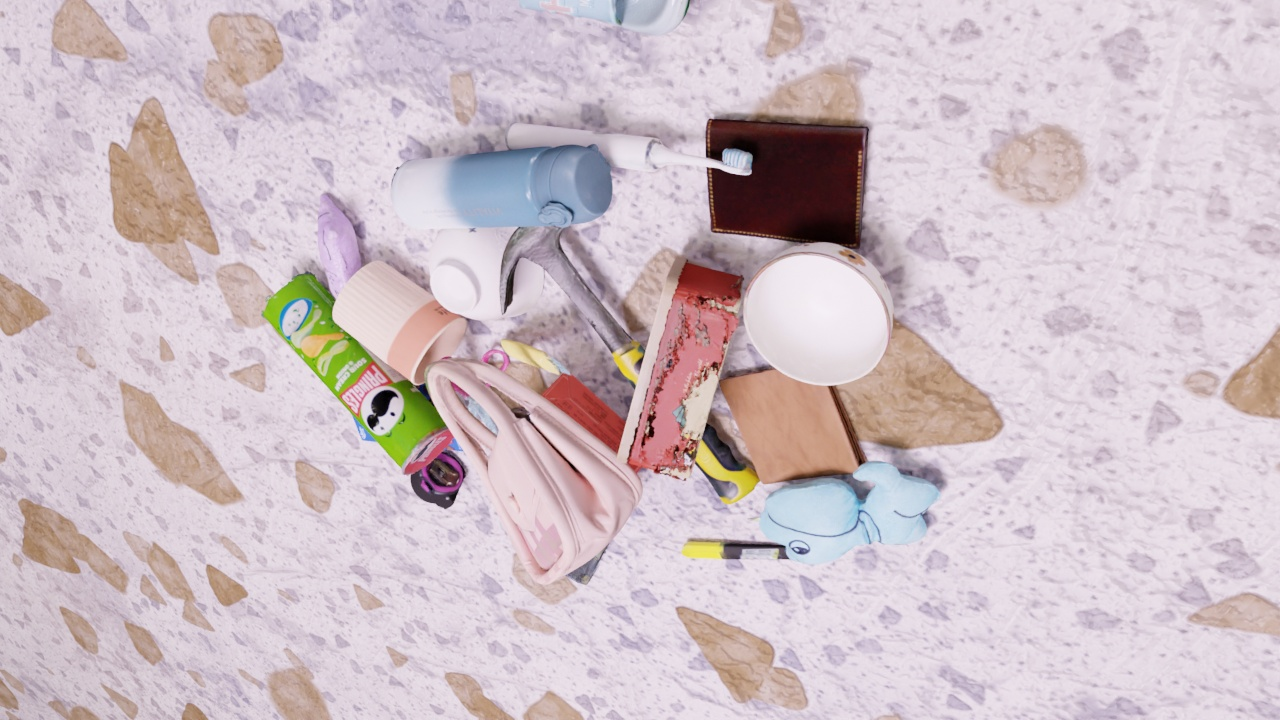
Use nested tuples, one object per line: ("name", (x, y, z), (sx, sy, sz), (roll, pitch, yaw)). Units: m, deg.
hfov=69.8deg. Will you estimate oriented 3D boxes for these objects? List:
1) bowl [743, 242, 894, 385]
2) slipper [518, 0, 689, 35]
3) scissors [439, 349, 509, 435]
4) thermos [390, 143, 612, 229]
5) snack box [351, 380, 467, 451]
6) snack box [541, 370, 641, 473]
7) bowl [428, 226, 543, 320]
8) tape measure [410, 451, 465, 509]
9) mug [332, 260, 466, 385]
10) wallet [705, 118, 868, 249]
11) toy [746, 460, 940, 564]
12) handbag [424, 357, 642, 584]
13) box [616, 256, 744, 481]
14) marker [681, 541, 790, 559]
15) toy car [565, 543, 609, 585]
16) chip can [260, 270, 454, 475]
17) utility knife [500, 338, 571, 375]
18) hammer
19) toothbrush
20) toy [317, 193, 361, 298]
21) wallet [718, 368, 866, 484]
("bowl", (0.143, -0.044, 0.708), (0.113, 0.062, 0.114), (16, 128, 21))
("slipper", (-0.075, -0.303, 0.651), (0.245, 0.074, 0.104), (23, 128, 17))
("scissors", (-0.181, 0.041, 0.951), (0.096, 0.017, 0.137), (-1, 132, -23))
("thermos", (-0.118, -0.141, 0.762), (0.221, 0.070, 0.070), (6, 124, 40))
("snack box", (-0.262, 0.055, 1.026), (0.157, 0.026, 0.085), (2, 120, 28))
("snack box", (-0.058, 0.080, 0.889), (0.113, 0.044, 0.127), (41, 152, 0))
("bowl", (-0.156, -0.079, 0.853), (0.118, 0.064, 0.118), (15, 127, 20))
("tape measure", (-0.229, 0.132, 1.039), (0.058, 0.056, 0.039), (34, 136, -16))
("mug", (-0.242, -0.034, 0.930), (0.106, 0.081, 0.115), (36, 161, 6))
("wallet", (0.109, -0.133, 0.696), (0.122, 0.020, 0.096), (11, 128, 23))
("toy", (0.175, 0.138, 0.816), (0.156, 0.049, 0.162), (10, 136, 10))
("handbag", (-0.115, 0.089, 0.852), (0.234, 0.093, 0.194), (48, 153, 6))
("box", (0.041, 0.010, 0.758), (0.079, 0.091, 0.169), (16, 113, 3))
("marker", (0.099, 0.191, 0.922), (0.124, 0.015, 0.018), (-5, 118, 29))
("toy car", (-0.066, 0.206, 1.011), (0.054, 0.036, 0.121), (30, 140, 8))
("chip can", (-0.295, 0.012, 0.962), (0.236, 0.072, 0.072), (46, 132, 10))
("utility knife", (-0.101, -0.002, 0.847), (0.031, 0.019, 0.173), (48, 171, -22))
("hammer", (-0.005, 0.005, 0.828), (0.126, 0.031, 0.323), (-34, 105, 19))
("toothbrush", (-0.013, -0.165, 0.724), (0.221, 0.026, 0.026), (14, 120, 29))
("toy", (-0.303, -0.104, 0.925), (0.084, 0.039, 0.108), (-122, 27, -50))
("wallet", (0.133, 0.056, 0.809), (0.101, 0.020, 0.115), (-12, 112, 34))
